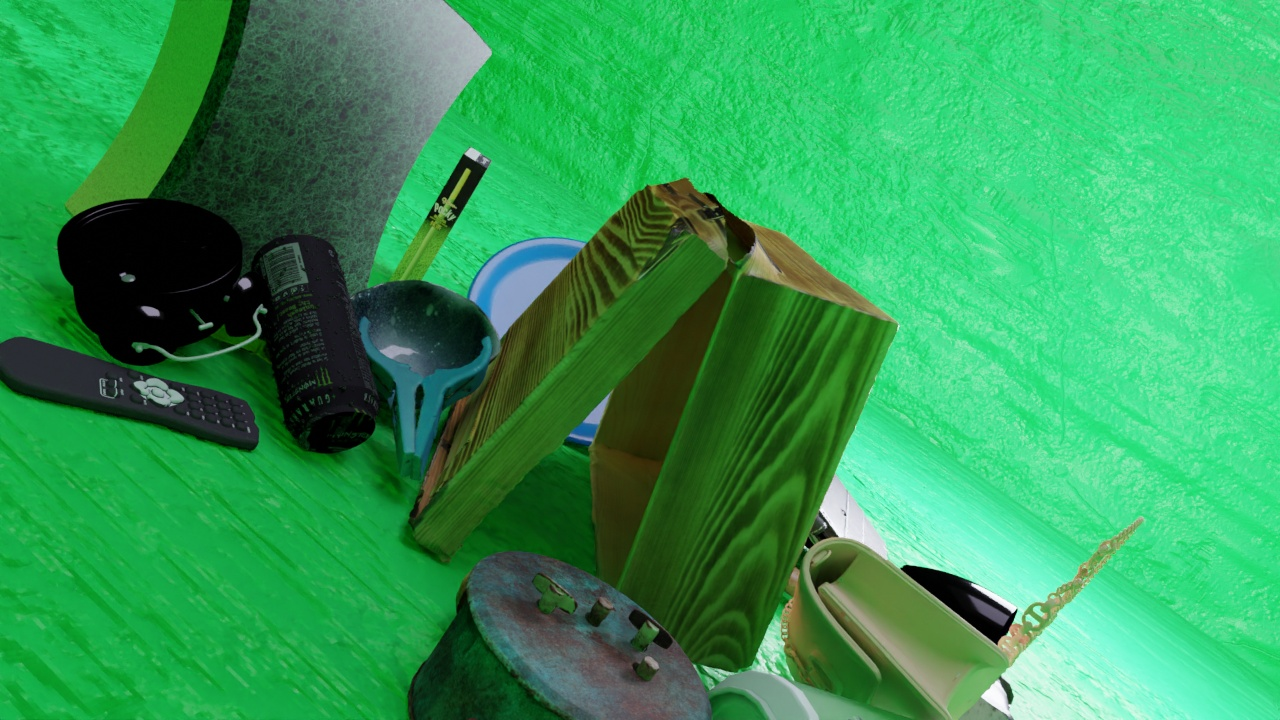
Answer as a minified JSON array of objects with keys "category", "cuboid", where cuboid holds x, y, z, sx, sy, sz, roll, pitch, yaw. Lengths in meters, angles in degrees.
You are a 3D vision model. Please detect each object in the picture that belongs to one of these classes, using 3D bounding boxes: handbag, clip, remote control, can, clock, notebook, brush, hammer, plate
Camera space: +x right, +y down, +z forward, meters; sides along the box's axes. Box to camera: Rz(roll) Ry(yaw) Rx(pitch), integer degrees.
[{"category":"handbag","cuboid":[0.180,0.151,0.574,0.116,0.187,0.199,43,-22,28]},{"category":"clip","cuboid":[-0.146,0.009,0.568,0.119,0.033,0.120,33,40,9]},{"category":"remote control","cuboid":[-0.252,0.016,0.458,0.124,0.009,0.046,24,15,-40]},{"category":"can","cuboid":[-0.193,-0.014,0.544,0.054,0.054,0.137,19,38,-51]},{"category":"can","cuboid":[0.088,0.202,0.426,0.139,0.088,0.087,27,13,-30]},{"category":"clock","cuboid":[-0.260,-0.040,0.503,0.121,0.043,0.091,39,41,22]},{"category":"notebook","cuboid":[0.160,0.116,0.839,0.209,0.029,0.169,52,17,3]},{"category":"brush","cuboid":[-0.235,-0.160,0.619,0.075,0.250,0.194,40,17,26]},{"category":"clock","cuboid":[-0.033,0.134,0.413,0.121,0.073,0.157,31,11,-12]},{"category":"hammer","cuboid":[0.149,0.197,0.737,0.328,0.052,0.098,34,11,18]},{"category":"plate","cuboid":[-0.055,-0.017,0.845,0.224,0.024,0.223,15,53,-21]}]

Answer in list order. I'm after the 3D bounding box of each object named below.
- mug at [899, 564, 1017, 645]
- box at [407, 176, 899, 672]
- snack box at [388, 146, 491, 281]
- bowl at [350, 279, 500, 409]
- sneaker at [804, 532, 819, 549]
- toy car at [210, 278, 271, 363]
[{"category":"mug","cuboid":[0.274,0.240,0.836,0.100,0.084,0.119,28,-23,30]},{"category":"box","cuboid":[-0.002,-0.002,0.608,0.220,0.259,0.279,19,15,-8]},{"category":"snack box","cuboid":[-0.192,-0.131,0.877,0.025,0.148,0.080,31,12,-14]},{"category":"bowl","cuboid":[-0.158,-0.003,0.640,0.110,0.055,0.110,12,40,-11]},{"category":"sneaker","cuboid":[0.124,0.128,0.902,0.235,0.079,0.084,49,18,-9]},{"category":"toy car","cuboid":[-0.252,-0.028,0.575,0.107,0.030,0.049,29,28,-27]}]
